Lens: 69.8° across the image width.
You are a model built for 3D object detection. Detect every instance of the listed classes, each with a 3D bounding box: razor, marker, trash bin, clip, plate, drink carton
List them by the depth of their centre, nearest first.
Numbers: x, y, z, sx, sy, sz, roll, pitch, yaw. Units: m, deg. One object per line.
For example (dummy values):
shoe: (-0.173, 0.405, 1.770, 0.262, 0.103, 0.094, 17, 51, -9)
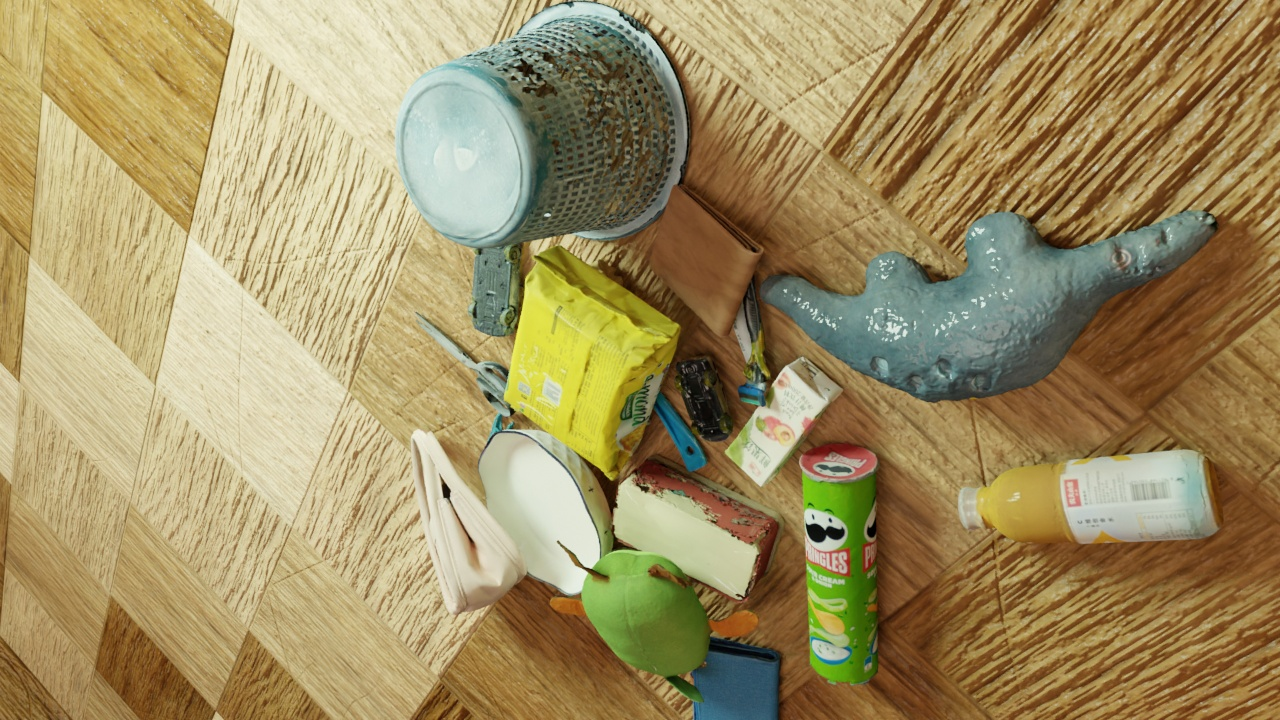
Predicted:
trash bin: (-0.099, -0.194, 0.817, 0.227, 0.194, 0.227, 14, 119, 28)
razor: (0.104, -0.030, 0.853, 0.043, 0.022, 0.143, -172, 75, -65)
marker: (0.089, -0.050, 0.874, 0.023, 0.018, 0.131, -3, 112, 61)
drink carton: (0.136, 0.059, 0.875, 0.053, 0.045, 0.123, 42, 127, 17)
plate: (-0.107, 0.169, 1.061, 0.205, 0.045, 0.205, 23, 125, 37)
clip: (-0.170, 0.087, 1.107, 0.041, 0.014, 0.056, 39, 125, 12)

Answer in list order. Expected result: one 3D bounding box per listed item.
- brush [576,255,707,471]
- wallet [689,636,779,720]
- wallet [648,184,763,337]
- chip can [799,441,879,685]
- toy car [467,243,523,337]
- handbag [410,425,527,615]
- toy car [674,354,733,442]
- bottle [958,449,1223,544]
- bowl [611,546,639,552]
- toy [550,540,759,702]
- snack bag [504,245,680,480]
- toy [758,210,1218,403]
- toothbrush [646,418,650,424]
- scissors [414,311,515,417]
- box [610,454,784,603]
brush: (-0.006, 0.005, 0.952, 0.083, 0.045, 0.254, -29, 98, 34)
wallet: (0.107, 0.380, 1.047, 0.106, 0.040, 0.133, 5, 113, 22)
wallet: (0.057, -0.093, 0.852, 0.115, 0.020, 0.101, 47, 138, 27)
chip can: (0.194, 0.199, 0.886, 0.072, 0.072, 0.236, 7, 116, 30)
toy car: (-0.157, -0.085, 1.006, 0.054, 0.036, 0.121, 14, 108, 28)
handbag: (-0.232, 0.190, 1.127, 0.234, 0.093, 0.194, 62, 158, 12)
toy car: (0.067, 0.038, 0.917, 0.042, 0.035, 0.090, -9, 106, 37)
bottle: (0.357, 0.114, 0.743, 0.190, 0.067, 0.068, -12, 104, 36)
bowl: (-0.018, 0.281, 1.068, 0.114, 0.062, 0.113, 13, 116, 27)
toy: (0.008, 0.260, 0.950, 0.227, 0.089, 0.247, 3, 138, 22)
snack bag: (-0.061, 0.011, 0.919, 0.158, 0.068, 0.247, 35, 141, 14)
toy: (0.258, -0.038, 0.733, 0.357, 0.091, 0.137, -10, 78, 35)
toothbrush: (-0.072, 0.044, 1.022, 0.192, 0.016, 0.018, 17, 130, 26)
scissors: (-0.208, 0.006, 1.090, 0.173, 0.014, 0.145, 7, 125, 43)
box: (0.054, 0.177, 0.961, 0.168, 0.079, 0.091, 23, 123, 22)
